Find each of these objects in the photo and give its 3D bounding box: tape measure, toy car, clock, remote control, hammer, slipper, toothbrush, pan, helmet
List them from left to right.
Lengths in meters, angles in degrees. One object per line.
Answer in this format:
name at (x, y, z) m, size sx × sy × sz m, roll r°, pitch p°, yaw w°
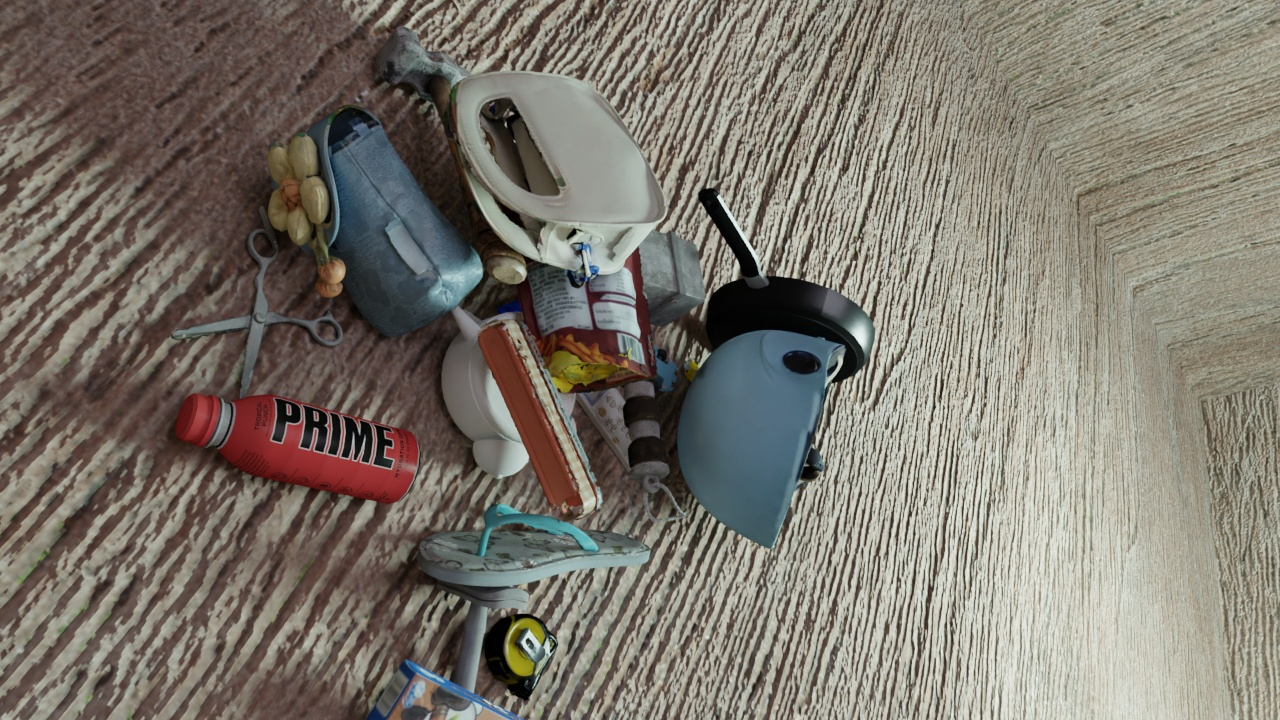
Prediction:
hammer at (-0.162, -0.188, 0.850) m, size 0.121 × 0.049 × 0.318 m, roll 21°, pitch 35°, yaw -45°
clock at (-0.127, 0.023, 0.868) m, size 0.125 × 0.073 × 0.161 m, roll -16°, pitch 92°, yaw -49°
tape measure at (-0.105, 0.253, 0.805) m, size 0.061 × 0.034 × 0.061 m, roll 48°, pitch 43°, yaw -18°
slipper at (-0.090, 0.155, 0.820) m, size 0.268 × 0.098 × 0.055 m, roll 10°, pitch 92°, yaw -53°
toothbrush at (-0.084, -0.069, 0.984) m, size 0.182 × 0.018 × 0.016 m, roll -19°, pitch 74°, yaw -49°
remote control at (-0.029, 0.061, 0.990) m, size 0.136 × 0.011 × 0.050 m, roll 56°, pitch 42°, yaw -13°
toy car at (-0.008, -0.002, 1.025) m, size 0.107 × 0.028 × 0.060 m, roll 36°, pitch 45°, yaw -21°
hammer at (-0.006, 0.005, 0.945) m, size 0.176 × 0.080 × 0.325 m, roll 13°, pitch 59°, yaw -38°
helmet at (0.125, 0.079, 1.008) m, size 0.167 × 0.226 × 0.264 m, roll 14°, pitch 29°, yaw 5°
pan at (0.143, -0.068, 1.053) m, size 0.355 × 0.204 × 0.044 m, roll 48°, pitch 51°, yaw -47°

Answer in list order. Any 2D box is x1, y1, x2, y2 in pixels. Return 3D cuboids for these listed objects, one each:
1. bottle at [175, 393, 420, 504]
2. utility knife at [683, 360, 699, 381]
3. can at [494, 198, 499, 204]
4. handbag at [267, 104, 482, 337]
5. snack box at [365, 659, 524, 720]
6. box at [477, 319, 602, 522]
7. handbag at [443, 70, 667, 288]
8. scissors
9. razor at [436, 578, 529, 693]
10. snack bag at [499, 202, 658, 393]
bottle at (-0.259, 0.064, 0.703) m, size 0.176 × 0.062 × 0.062 m, roll 22°, pitch 58°, yaw -40°
utility knife at (0.101, 0.053, 1.133) m, size 0.151 × 0.017 × 0.030 m, roll 43°, pitch 37°, yaw -21°
can at (-0.119, -0.170, 0.937) m, size 0.074 × 0.090 × 0.089 m, roll 42°, pitch 47°, yaw -26°
handbag at (-0.234, -0.106, 0.768) m, size 0.192 × 0.122 × 0.118 m, roll 58°, pitch 40°, yaw -18°
snack box at (-0.145, 0.306, 0.714) m, size 0.151 × 0.034 × 0.087 m, roll 40°, pitch 74°, yaw -28°
box at (-0.088, 0.050, 0.780) m, size 0.059 × 0.056 × 0.186 m, roll -24°, pitch 81°, yaw -17°
handbag at (-0.089, -0.163, 0.813) m, size 0.199 × 0.093 × 0.200 m, roll -3°, pitch 59°, yaw -46°
scissors at (-0.306, -0.048, 0.741) m, size 0.141 × 0.014 × 0.174 m, roll 11°, pitch 64°, yaw -48°
razor at (-0.140, 0.238, 0.758) m, size 0.047 × 0.088 × 0.116 m, roll 17°, pitch 81°, yaw -42°
snack bag at (-0.055, -0.076, 0.863) m, size 0.138 × 0.067 × 0.207 m, roll -2°, pitch 68°, yaw -20°
